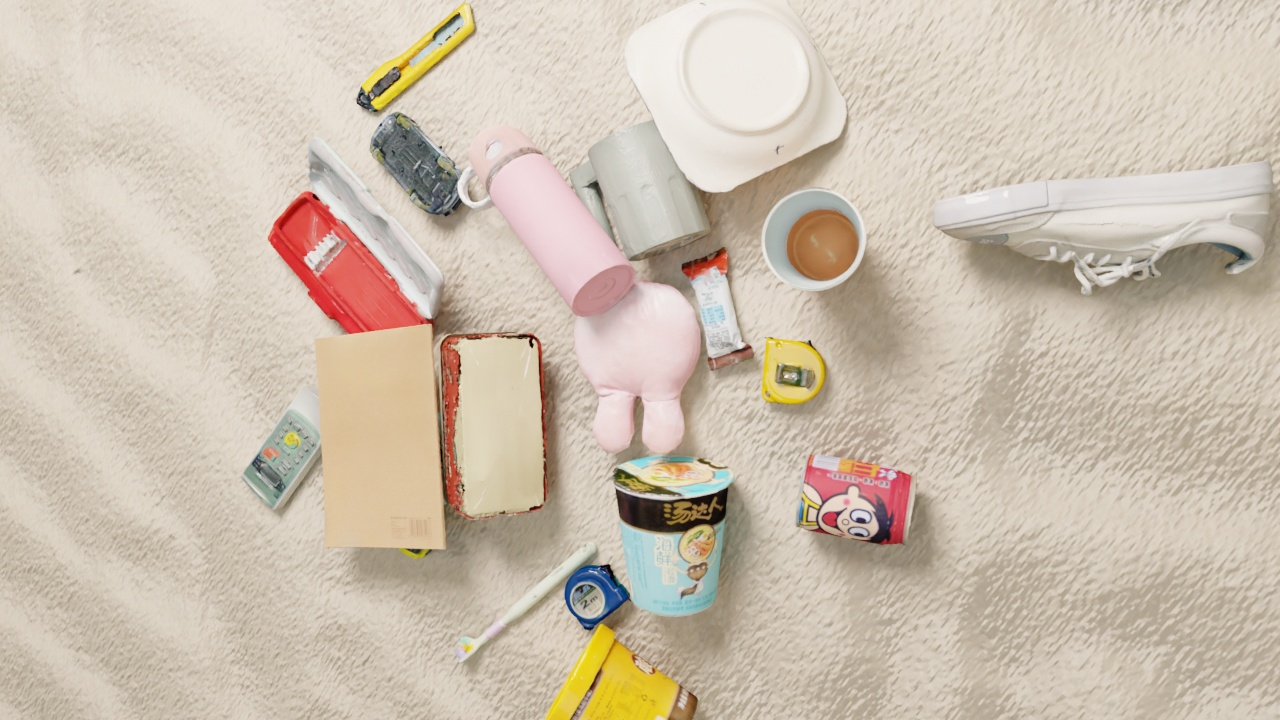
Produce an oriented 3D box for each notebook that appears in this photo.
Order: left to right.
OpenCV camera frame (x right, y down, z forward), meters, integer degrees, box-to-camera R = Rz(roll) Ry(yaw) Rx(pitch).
[{"bbox_3d":[-0.254,0.077,0.887,0.150,0.012,0.211,-5,88,28],"label":"notebook"}]

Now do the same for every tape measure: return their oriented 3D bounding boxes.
[{"bbox_3d":[-0.044,0.224,0.881,0.058,0.025,0.054,-40,81,11],"label":"tape measure"},{"bbox_3d":[0.134,0.010,0.810,0.057,0.028,0.060,6,96,15],"label":"tape measure"}]

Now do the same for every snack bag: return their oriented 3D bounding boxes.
[{"bbox_3d":[0.069,-0.046,0.827,0.048,0.026,0.104,-18,89,23],"label":"snack bag"}]

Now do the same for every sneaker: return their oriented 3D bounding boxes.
[{"bbox_3d":[0.353,-0.098,0.713,0.242,0.089,0.091,-3,97,10],"label":"sneaker"}]

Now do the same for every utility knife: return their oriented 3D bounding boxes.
[{"bbox_3d":[-0.223,-0.296,0.901,0.154,0.015,0.033,-34,87,16],"label":"utility knife"}]

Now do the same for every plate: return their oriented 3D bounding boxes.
[{"bbox_3d":[0.083,-0.238,0.770,0.164,0.034,0.163,-28,85,-10],"label":"plate"}]

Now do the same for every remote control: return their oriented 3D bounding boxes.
[{"bbox_3d":[-0.368,0.092,0.970,0.056,0.019,0.135,42,104,10],"label":"remote control"}]

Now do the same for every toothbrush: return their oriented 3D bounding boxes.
[{"bbox_3d":[-0.114,0.237,0.906,0.190,0.029,0.020,-40,124,14],"label":"toothbrush"}]

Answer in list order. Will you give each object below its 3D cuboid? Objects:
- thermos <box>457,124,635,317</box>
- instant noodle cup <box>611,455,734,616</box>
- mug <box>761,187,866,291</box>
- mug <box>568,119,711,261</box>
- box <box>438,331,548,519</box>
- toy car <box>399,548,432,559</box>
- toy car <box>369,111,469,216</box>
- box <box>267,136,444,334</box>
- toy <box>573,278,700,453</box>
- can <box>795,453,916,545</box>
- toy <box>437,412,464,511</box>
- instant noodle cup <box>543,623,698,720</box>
[{"bbox_3d":[-0.093,-0.125,0.826,0.087,0.067,0.198,-41,68,6],"label":"thermos"},{"bbox_3d":[0.030,0.158,0.819,0.111,0.111,0.120,1,102,16],"label":"instant noodle cup"},{"bbox_3d":[0.147,-0.096,0.750,0.078,0.122,0.078,1,95,17],"label":"mug"},{"bbox_3d":[-0.004,-0.143,0.822,0.124,0.083,0.103,-21,89,43],"label":"mug"},{"bbox_3d":[-0.136,0.059,0.850,0.091,0.078,0.168,-3,94,-26],"label":"box"},{"bbox_3d":[-0.251,0.157,0.934,0.105,0.032,0.048,42,104,12],"label":"toy car"},{"bbox_3d":[-0.217,-0.192,0.898,0.120,0.036,0.054,45,105,19],"label":"toy car"},{"bbox_3d":[-0.276,-0.104,0.908,0.201,0.064,0.160,47,125,9],"label":"box"},{"bbox_3d":[-0.005,0.005,0.836,0.121,0.054,0.159,0,88,20],"label":"toy"},{"bbox_3d":[0.184,0.119,0.784,0.094,0.066,0.066,9,96,15],"label":"can"},{"bbox_3d":[-0.228,0.091,0.911,0.161,0.050,0.156,-32,76,8],"label":"toy"},{"bbox_3d":[-0.018,0.321,0.837,0.114,0.118,0.118,30,101,5],"label":"instant noodle cup"}]
